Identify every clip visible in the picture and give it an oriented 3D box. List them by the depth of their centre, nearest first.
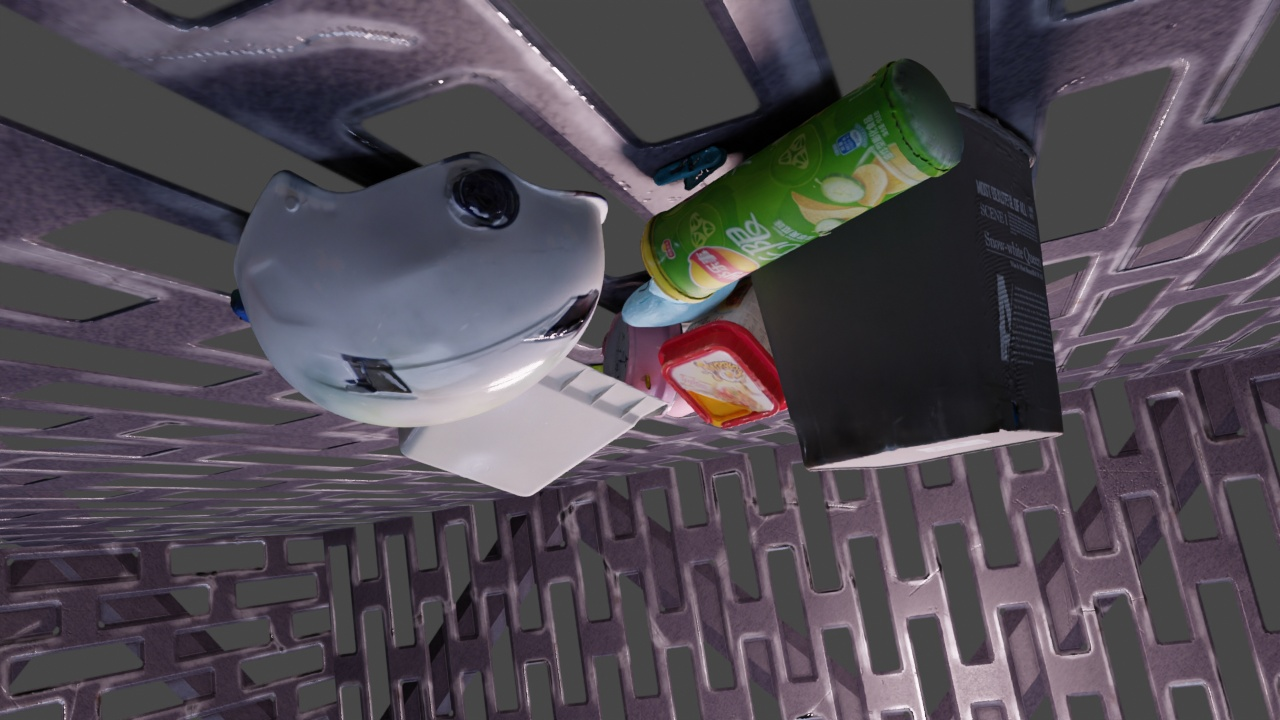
[{"bbox_3d":[0.037,-0.130,0.623,0.034,0.013,0.055,-1,166,-37],"label":"clip"}]

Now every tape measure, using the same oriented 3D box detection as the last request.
[{"bbox_3d":[-0.298,-0.045,0.746,0.058,0.025,0.054,-3,169,-11],"label":"tape measure"}]

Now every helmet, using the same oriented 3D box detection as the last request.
[{"bbox_3d":[-0.139,-0.031,0.638,0.258,0.145,0.230,-4,168,-23],"label":"helmet"}]

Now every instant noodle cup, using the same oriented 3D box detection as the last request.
[{"bbox_3d":[0.099,-0.014,0.908,0.117,0.123,0.116,-21,119,46],"label":"instant noodle cup"}]

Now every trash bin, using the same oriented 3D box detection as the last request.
[{"bbox_3d":[0.196,-0.039,0.677,0.199,0.219,0.198,-20,163,41],"label":"trash bin"}]

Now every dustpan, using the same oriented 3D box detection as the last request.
[{"bbox_3d":[-0.145,0.033,0.960,0.222,0.142,0.258,26,124,-35],"label":"dustpan"}]

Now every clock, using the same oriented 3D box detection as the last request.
[{"bbox_3d":[-0.006,0.006,0.996,0.059,0.117,0.159,5,162,-16],"label":"clock"}]

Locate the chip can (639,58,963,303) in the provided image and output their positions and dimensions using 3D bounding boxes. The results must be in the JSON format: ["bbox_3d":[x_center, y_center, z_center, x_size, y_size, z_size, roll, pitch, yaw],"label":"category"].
[{"bbox_3d":[0.097,-0.108,0.592,0.072,0.072,0.222,2,159,-43],"label":"chip can"}]

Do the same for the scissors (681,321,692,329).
[{"bbox_3d":[0.146,-0.041,1.020,0.213,0.015,0.197,-28,134,-2],"label":"scissors"}]

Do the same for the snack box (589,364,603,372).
[{"bbox_3d":[-0.101,0.031,1.253,0.156,0.026,0.086,-5,169,-19],"label":"snack box"}]

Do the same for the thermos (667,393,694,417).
[{"bbox_3d":[0.090,0.038,1.289,0.067,0.087,0.199,31,156,-16],"label":"thermos"}]

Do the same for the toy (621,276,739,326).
[{"bbox_3d":[0.045,-0.067,0.841,0.162,0.049,0.156,-19,170,19],"label":"toy"}]
